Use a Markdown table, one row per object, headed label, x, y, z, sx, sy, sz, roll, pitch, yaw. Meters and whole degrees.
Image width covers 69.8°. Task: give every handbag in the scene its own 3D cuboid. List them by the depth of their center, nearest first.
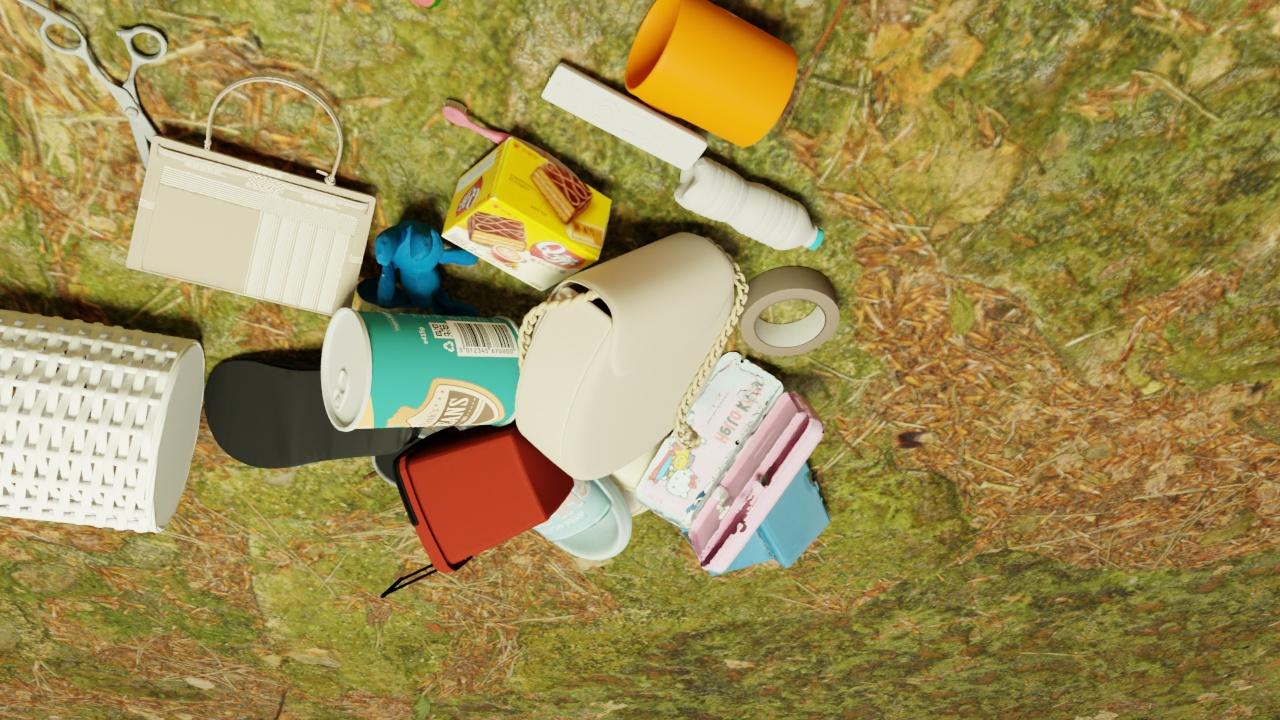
| label | x | y | z | sx | sy | sz | roll | pitch | yaw |
| --- | --- | --- | --- | --- | --- | --- | --- | --- | --- |
| handbag | -0.298 | -0.138 | 0.729 | 0.175 | 0.062 | 0.198 | 14 | 132 | -20 |
| handbag | -0.005 | 0.004 | 0.797 | 0.210 | 0.103 | 0.209 | -28 | 144 | -41 |

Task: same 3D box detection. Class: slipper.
| label | x | y | z | sx | sy | sz | roll | pitch | yaw |
| --- | --- | --- | --- | --- | --- | --- | --- | --- | --- |
| slipper | -0.312 | 0.047 | 0.911 | 0.266 | 0.109 | 0.083 | -3 | -175 | 23 |
| slipper | -0.111 | 0.121 | 0.962 | 0.104 | 0.074 | 0.245 | -32 | 103 | 31 |

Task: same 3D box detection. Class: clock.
| label | x | y | z | sx | sy | sz | roll | pitch | yaw |
| --- | --- | --- | --- | --- | --- | --- | --- | --- | --- |
| clock | -0.229 | 0.097 | 1.003 | 0.148 | 0.056 | 0.104 | 5 | 130 | -2 |

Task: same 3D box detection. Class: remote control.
| label | x | y | z | sx | sy | sz | roll | pitch | yaw |
| --- | --- | --- | --- | --- | --- | --- | --- | --- | --- |
| remote control | -0.011 | -0.187 | 0.705 | 0.131 | 0.012 | 0.033 | 23 | 140 | -19 |

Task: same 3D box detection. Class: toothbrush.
| label | x | y | z | sx | sy | sz | roll | pitch | yaw |
| --- | --- | --- | --- | --- | --- | --- | --- | --- | --- |
| toothbrush | -0.099 | -0.169 | 0.732 | 0.135 | 0.016 | 0.022 | 27 | 132 | -33 |

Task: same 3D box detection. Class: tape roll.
| label | x | y | z | sx | sy | sz | roll | pitch | yaw |
| --- | --- | --- | --- | --- | --- | --- | --- | --- | --- |
| tape roll | 0.140 | -0.046 | 0.874 | 0.093 | 0.030 | 0.094 | -1 | 139 | -1 |

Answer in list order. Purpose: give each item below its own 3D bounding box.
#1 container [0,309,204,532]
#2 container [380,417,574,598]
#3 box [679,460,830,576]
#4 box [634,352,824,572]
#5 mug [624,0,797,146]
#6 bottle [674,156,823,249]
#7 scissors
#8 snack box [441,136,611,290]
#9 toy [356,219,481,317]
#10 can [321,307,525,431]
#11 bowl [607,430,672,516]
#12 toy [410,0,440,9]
| label | x | y | z | sx | sy | sz | roll | pitch | yaw |
| --- | --- | --- | --- | --- | --- | --- | --- | --- | --- |
| container | -0.521 | 0.055 | 0.840 | 0.186 | 0.189 | 0.190 | 10 | 138 | -16 |
| container | -0.178 | 0.131 | 0.870 | 0.201 | 0.148 | 0.127 | -21 | 95 | 13 |
| box | 0.133 | 0.179 | 1.078 | 0.175 | 0.060 | 0.232 | -32 | 137 | 0 |
| box | 0.084 | 0.104 | 0.941 | 0.101 | 0.111 | 0.202 | 26 | 109 | -20 |
| mug | 0.041 | -0.203 | 0.661 | 0.096 | 0.077 | 0.113 | 19 | 163 | -24 |
| bottle | 0.095 | -0.126 | 0.768 | 0.136 | 0.044 | 0.044 | 20 | 135 | -24 |
| scissors | -0.394 | -0.196 | 0.681 | 0.130 | 0.014 | 0.154 | 12 | 136 | -30 |
| snack box | -0.091 | -0.115 | 0.745 | 0.105 | 0.061 | 0.084 | 28 | 148 | -31 |
| toy | -0.198 | -0.076 | 0.788 | 0.113 | 0.071 | 0.177 | -1 | 160 | -4 |
| can | -0.183 | 0.008 | 0.782 | 0.143 | 0.099 | 0.099 | 1 | 145 | -38 |
| bowl | -0.029 | 0.131 | 1.039 | 0.151 | 0.075 | 0.151 | -2 | 140 | -1 |
| toy | -0.162 | -0.271 | 0.589 | 0.103 | 0.046 | 0.084 | 6 | 152 | -2 |
